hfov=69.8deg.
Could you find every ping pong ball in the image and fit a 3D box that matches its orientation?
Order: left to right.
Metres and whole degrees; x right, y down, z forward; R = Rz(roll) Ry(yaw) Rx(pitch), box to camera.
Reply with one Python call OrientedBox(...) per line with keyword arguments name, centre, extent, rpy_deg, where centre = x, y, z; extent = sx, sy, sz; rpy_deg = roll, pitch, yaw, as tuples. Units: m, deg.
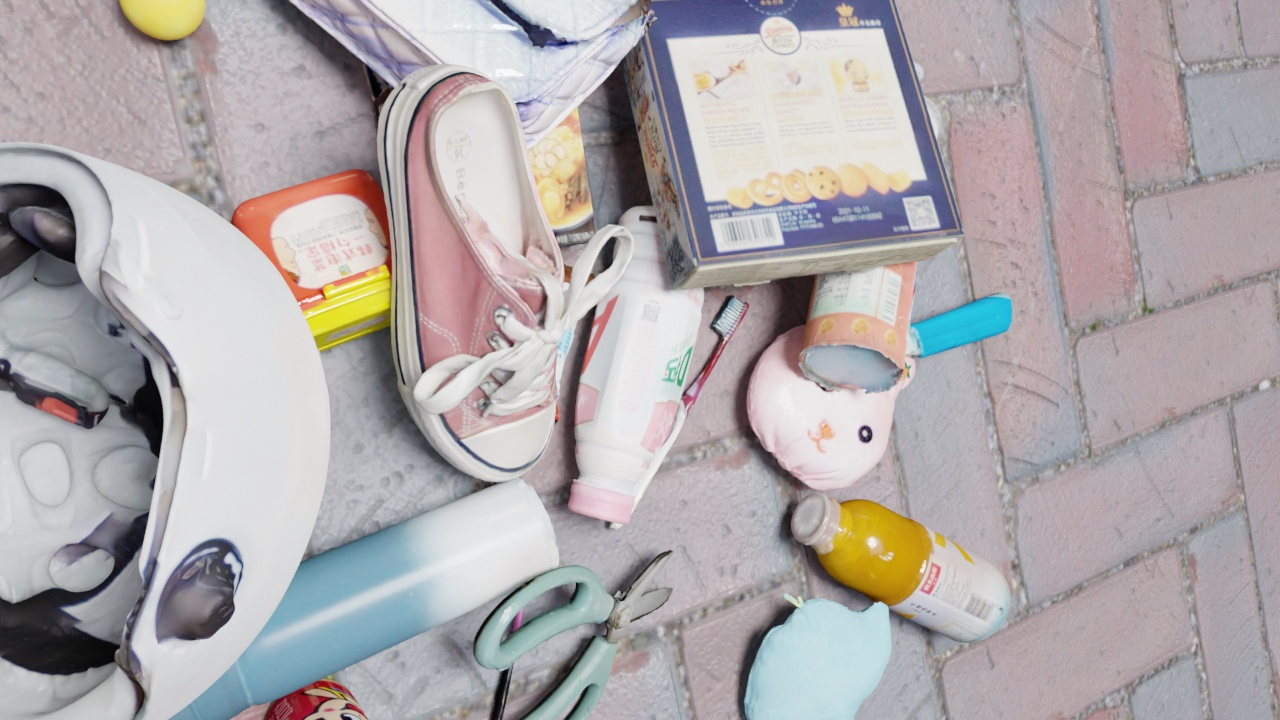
OrientedBox(name="ping pong ball", centre=(-0.248, -0.187, 0.475), extent=(0.040, 0.040, 0.040), rpy_deg=(1, 88, -27))

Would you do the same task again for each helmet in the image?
OrientedBox(name="helmet", centre=(-0.230, 0.041, 0.404), extent=(0.145, 0.229, 0.259), rpy_deg=(-12, 108, -64))

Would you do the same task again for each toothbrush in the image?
OrientedBox(name="toothbrush", centre=(-0.092, 0.229, 0.564), extent=(0.017, 0.014, 0.189), rpy_deg=(12, 83, -14))
OrientedBox(name="toothbrush", centre=(0.025, 0.033, 0.627), extent=(0.017, 0.016, 0.187), rpy_deg=(35, 73, -14))

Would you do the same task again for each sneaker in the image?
OrientedBox(name="sneaker", centre=(-0.071, -0.023, 0.467), extent=(0.118, 0.088, 0.241), rpy_deg=(-27, 133, -33))

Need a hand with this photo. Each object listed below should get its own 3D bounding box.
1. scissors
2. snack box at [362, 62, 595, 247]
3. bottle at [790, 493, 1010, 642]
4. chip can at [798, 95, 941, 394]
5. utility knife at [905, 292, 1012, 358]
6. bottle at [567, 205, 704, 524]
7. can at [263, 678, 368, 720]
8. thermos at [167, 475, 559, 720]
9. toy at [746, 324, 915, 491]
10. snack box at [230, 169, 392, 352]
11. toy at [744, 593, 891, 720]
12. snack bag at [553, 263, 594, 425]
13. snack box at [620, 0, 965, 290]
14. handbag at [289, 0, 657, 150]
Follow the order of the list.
OrientedBox(name="scissors", centre=(-0.040, 0.188, 0.570), extent=(0.174, 0.019, 0.176), rpy_deg=(-2, 110, -50))
OrientedBox(name="snack box", centre=(-0.095, -0.124, 0.552), extent=(0.113, 0.053, 0.126), rpy_deg=(-13, 100, -27))
OrientedBox(name="bottle", centre=(0.192, 0.151, 0.681), extent=(0.189, 0.068, 0.068), rpy_deg=(29, 76, -24))
OrientedBox(name="chip can", centre=(0.162, -0.086, 0.641), extent=(0.071, 0.071, 0.214), rpy_deg=(28, 62, -24))
OrientedBox(name="utility knife", centre=(0.233, -0.022, 0.711), extent=(0.204, 0.018, 0.034), rpy_deg=(-15, 98, -40))
OrientedBox(name="bottle", centre=(-0.003, 0.003, 0.583), extent=(0.068, 0.068, 0.196), rpy_deg=(19, 81, -26))
OrientedBox(name="can", centre=(-0.157, 0.205, 0.462), extent=(0.053, 0.133, 0.053), rpy_deg=(1, 88, -27))
OrientedBox(name="thermos", centre=(-0.155, 0.132, 0.506), extent=(0.220, 0.070, 0.070), rpy_deg=(-20, 98, -25))
OrientedBox(name="toy", centre=(0.144, 0.017, 0.670), extent=(0.121, 0.054, 0.159), rpy_deg=(50, 61, -15))
OrientedBox(name="snack box", centre=(-0.168, -0.053, 0.494), extent=(0.091, 0.082, 0.080), rpy_deg=(-25, 90, -28))
OrientedBox(name="toy", centre=(0.121, 0.241, 0.651), extent=(0.161, 0.050, 0.156), rpy_deg=(-30, 107, -11))
OrientedBox(name="snack bag", centre=(-0.060, -0.011, 0.577), extent=(0.048, 0.026, 0.104), rpy_deg=(16, 82, -29))
OrientedBox(name="snack box", centre=(0.091, -0.143, 0.571), extent=(0.177, 0.046, 0.182), rpy_deg=(-8, 76, -16))
OrientedBox(name="handbag", centre=(-0.102, -0.212, 0.498), extent=(0.194, 0.076, 0.133), rpy_deg=(39, 62, -1))
